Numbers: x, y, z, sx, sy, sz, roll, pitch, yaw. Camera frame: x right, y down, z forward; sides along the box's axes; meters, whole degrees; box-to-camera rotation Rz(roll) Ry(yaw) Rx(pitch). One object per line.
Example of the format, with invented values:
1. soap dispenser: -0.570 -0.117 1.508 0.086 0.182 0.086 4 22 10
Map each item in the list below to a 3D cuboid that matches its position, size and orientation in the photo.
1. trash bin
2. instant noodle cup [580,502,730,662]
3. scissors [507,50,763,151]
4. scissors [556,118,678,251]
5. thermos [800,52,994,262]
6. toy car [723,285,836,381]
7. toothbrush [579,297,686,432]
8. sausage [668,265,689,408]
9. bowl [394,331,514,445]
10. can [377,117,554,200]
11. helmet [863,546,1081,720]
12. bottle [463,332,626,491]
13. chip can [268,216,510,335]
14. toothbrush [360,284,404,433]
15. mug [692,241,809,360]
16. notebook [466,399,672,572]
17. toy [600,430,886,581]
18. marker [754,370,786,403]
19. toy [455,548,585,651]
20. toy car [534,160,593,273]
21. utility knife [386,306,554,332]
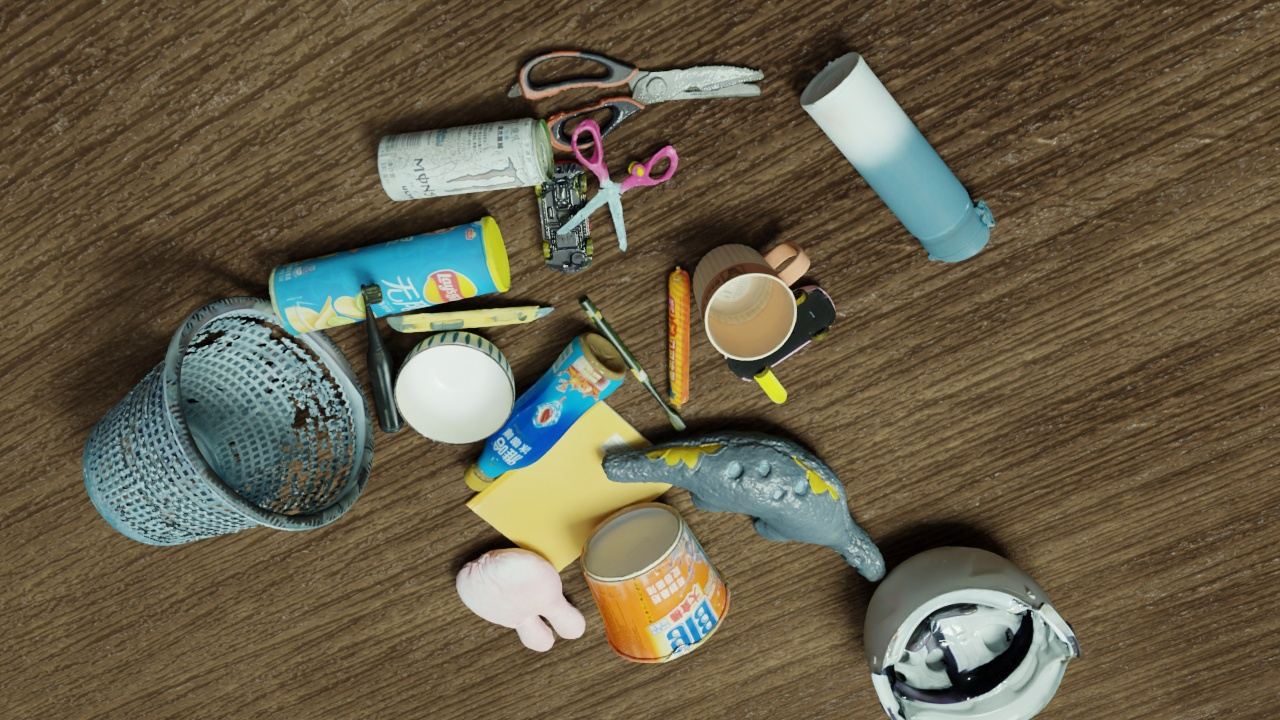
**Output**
1. trash bin: -0.407 0.078 0.876 0.195 0.226 0.226 -23 118 24
2. instant noodle cup: 0.010 0.235 1.003 0.151 0.151 0.111 -21 116 9
3. scissors: -0.001 -0.229 0.821 0.206 0.015 0.194 31 112 -18
4. scissors: -0.027 -0.161 0.834 0.133 0.017 0.135 -39 127 -2
5. thermos: 0.237 -0.178 0.833 0.070 0.070 0.220 -41 113 18
6. toy car: 0.139 -0.029 0.924 0.122 0.037 0.056 -35 112 12
7. toothbrush: -0.006 0.006 0.953 0.012 0.017 0.186 -31 114 16
8. sausage: 0.039 -0.021 0.934 0.021 0.021 0.165 -2 119 -2
9. bowl: -0.183 0.020 0.921 0.116 0.066 0.117 -2 120 -3
10. can: -0.153 -0.177 0.808 0.147 0.058 0.058 -5 119 7
11. helmet: 0.365 0.312 1.066 0.229 0.145 0.258 -32 125 15
12. bottle: -0.106 0.062 0.946 0.065 0.065 0.219 37 115 -20
13. chip can: -0.233 -0.078 0.861 0.210 0.071 0.071 -12 119 4
14. toothbrush: -0.251 0.001 0.886 0.027 0.026 0.213 -7 143 -14
15. mug: 0.105 -0.068 0.860 0.115 0.105 0.081 -41 111 12
16. notebook: -0.073 0.145 1.028 0.207 0.010 0.146 -40 113 18
17. toy: 0.140 0.145 0.994 0.356 0.091 0.138 25 124 -14
18. marker: 0.114 -0.003 0.954 0.018 0.015 0.124 -36 112 9
19. toy: -0.139 0.281 1.075 0.121 0.054 0.159 -26 116 21
20. toy car: -0.071 -0.134 0.860 0.049 0.031 0.106 -5 114 0
21. utility knife: -0.164 -0.042 0.893 0.162 0.018 0.031 -11 157 -23
